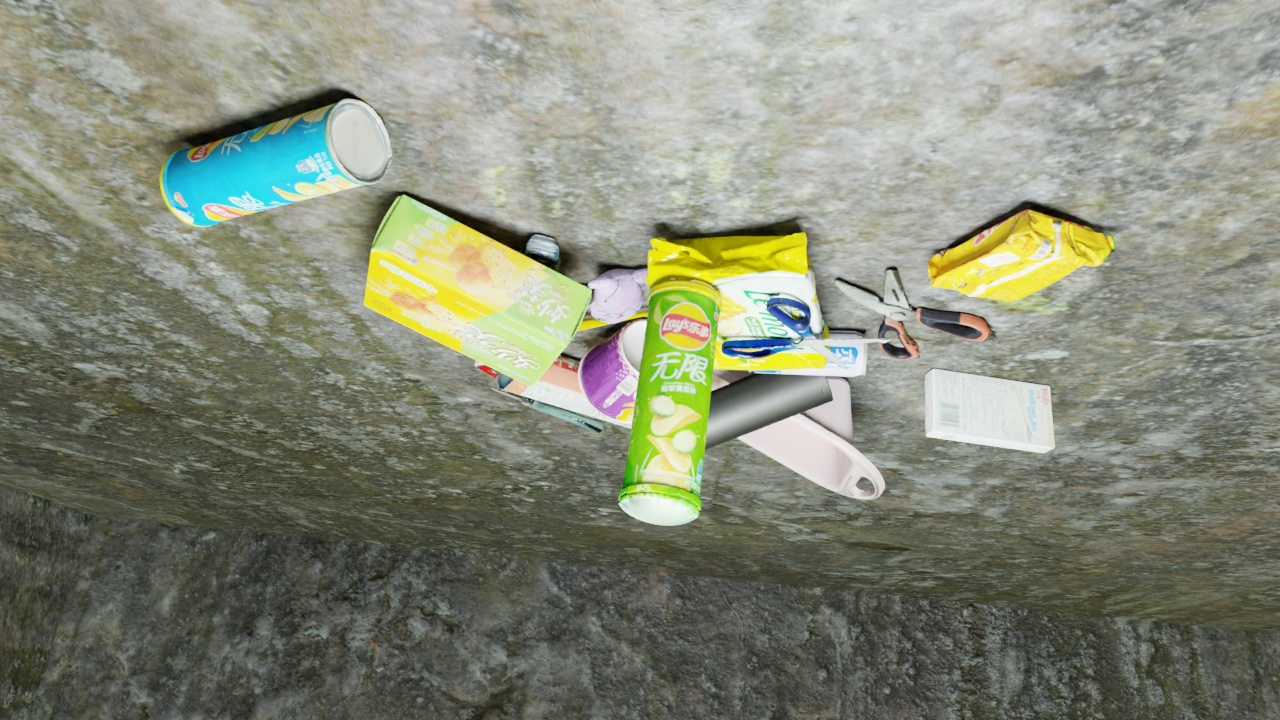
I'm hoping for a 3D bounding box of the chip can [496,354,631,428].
[{"bbox_3d":[-0.084,0.036,1.241,0.214,0.071,0.071,19,156,-29],"label":"chip can"}]

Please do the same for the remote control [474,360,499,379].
[{"bbox_3d":[-0.177,0.023,1.303,0.056,0.020,0.136,-6,155,28],"label":"remote control"}]

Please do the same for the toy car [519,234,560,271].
[{"bbox_3d":[-0.110,-0.100,0.951,0.043,0.034,0.091,9,159,-15],"label":"toy car"}]

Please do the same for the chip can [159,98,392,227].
[{"bbox_3d":[-0.316,-0.167,0.788,0.211,0.071,0.071,-6,156,29],"label":"chip can"}]

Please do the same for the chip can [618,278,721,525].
[{"bbox_3d":[0.029,0.037,0.827,0.072,0.220,0.073,7,155,3],"label":"chip can"}]

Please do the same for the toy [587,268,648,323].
[{"bbox_3d":[-0.021,-0.071,0.995,0.083,0.039,0.108,-11,160,-12],"label":"toy"}]

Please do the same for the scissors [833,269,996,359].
[{"bbox_3d":[0.293,-0.045,1.004,0.226,0.015,0.189,11,158,-10],"label":"scissors"}]

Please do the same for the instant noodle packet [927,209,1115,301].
[{"bbox_3d":[0.338,-0.093,0.828,0.110,0.044,0.129,8,163,-21],"label":"instant noodle packet"}]

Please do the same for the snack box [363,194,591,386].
[{"bbox_3d":[-0.172,-0.064,0.942,0.210,0.069,0.158,27,156,-10],"label":"snack box"}]

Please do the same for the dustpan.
[{"bbox_3d":[0.192,0.106,1.249,0.273,0.138,0.223,3,159,7],"label":"dustpan"}]

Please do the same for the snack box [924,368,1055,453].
[{"bbox_3d":[0.433,0.063,1.141,0.157,0.084,0.027,9,158,-5],"label":"snack box"}]

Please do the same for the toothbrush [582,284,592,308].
[{"bbox_3d":[-0.165,-0.078,1.033,0.224,0.026,0.027,4,-170,6],"label":"toothbrush"}]

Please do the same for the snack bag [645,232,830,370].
[{"bbox_3d":[0.107,-0.060,0.943,0.158,0.068,0.246,0,157,16],"label":"snack bag"}]

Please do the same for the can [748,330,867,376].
[{"bbox_3d":[0.194,-0.010,1.067,0.135,0.053,0.053,2,159,11],"label":"can"}]

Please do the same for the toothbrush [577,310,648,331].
[{"bbox_3d":[-0.050,-0.048,1.075,0.190,0.015,0.016,-9,149,25],"label":"toothbrush"}]

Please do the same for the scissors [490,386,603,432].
[{"bbox_3d":[-0.129,0.070,1.316,0.170,0.019,0.181,19,177,5],"label":"scissors"}]

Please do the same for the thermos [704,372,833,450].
[{"bbox_3d":[0.113,0.070,1.122,0.242,0.090,0.068,-23,121,4],"label":"thermos"}]

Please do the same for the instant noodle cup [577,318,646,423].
[{"bbox_3d":[-0.007,0.006,1.110,0.111,0.111,0.099,15,148,-21],"label":"instant noodle cup"}]

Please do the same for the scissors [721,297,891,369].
[{"bbox_3d":[0.161,-0.022,0.914,0.173,0.012,0.162,-2,155,18],"label":"scissors"}]
